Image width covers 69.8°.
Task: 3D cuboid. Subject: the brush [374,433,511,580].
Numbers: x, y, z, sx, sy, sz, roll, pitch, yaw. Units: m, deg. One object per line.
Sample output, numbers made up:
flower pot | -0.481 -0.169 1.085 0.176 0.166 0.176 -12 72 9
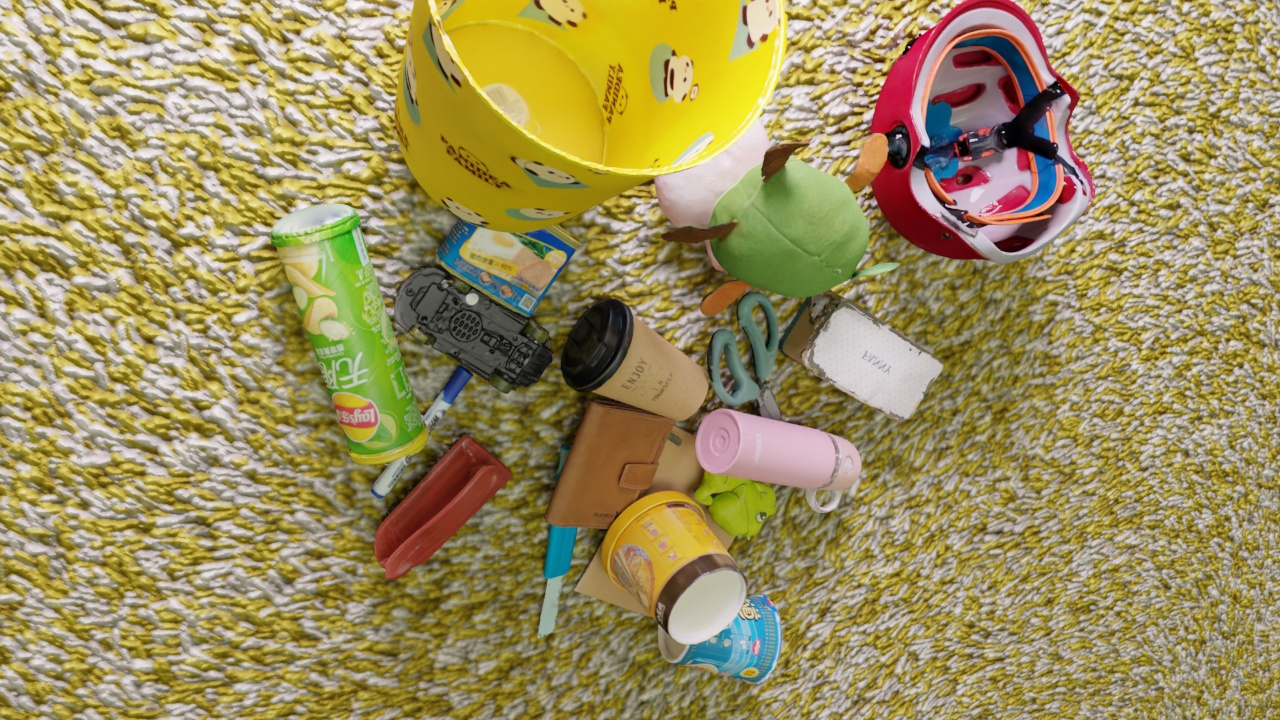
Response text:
brush | -0.190 0.140 0.855 0.146 0.069 0.063 -45 117 -1

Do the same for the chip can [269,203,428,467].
chip can | -0.243 -0.021 0.774 0.072 0.072 0.221 -18 114 -15

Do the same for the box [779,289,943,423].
box | 0.241 -0.002 0.977 0.184 0.061 0.090 30 97 -29

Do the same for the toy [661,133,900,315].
toy | 0.134 -0.119 0.830 0.227 0.090 0.246 -41 147 21

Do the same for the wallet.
wallet | -0.025 0.107 0.917 0.119 0.035 0.131 13 104 -36

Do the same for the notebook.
notebook | 0.038 0.183 0.994 0.147 0.008 0.208 26 98 -27

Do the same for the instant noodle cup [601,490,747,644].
instant noodle cup | 0.038 0.211 0.921 0.118 0.114 0.119 -17 125 -25

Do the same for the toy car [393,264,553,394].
toy car | -0.148 -0.029 0.825 0.158 0.042 0.070 35 94 -29

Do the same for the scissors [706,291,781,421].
scissors | 0.108 0.024 0.935 0.143 0.019 0.180 -42 132 -35

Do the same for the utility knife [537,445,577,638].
utility knife | -0.083 0.190 0.943 0.034 0.018 0.218 4 106 -24

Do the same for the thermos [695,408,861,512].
thermos | 0.148 0.107 0.955 0.198 0.067 0.087 16 83 -39

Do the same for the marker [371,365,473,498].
marker | -0.204 0.067 0.853 0.017 0.017 0.146 35 94 -28

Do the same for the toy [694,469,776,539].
toy | 0.102 0.147 0.982 0.096 0.031 0.100 -13 108 -20

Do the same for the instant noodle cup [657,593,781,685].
instant noodle cup | 0.081 0.298 1.002 0.109 0.099 0.099 14 103 -24

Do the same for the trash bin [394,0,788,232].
trash bin | -0.061 -0.207 0.646 0.229 0.256 0.229 3 83 -23

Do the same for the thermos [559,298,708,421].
thermos | -0.005 0.005 0.870 0.143 0.093 0.093 29 97 -34

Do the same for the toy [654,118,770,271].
toy | 0.078 -0.157 0.860 0.121 0.054 0.159 -35 129 -6

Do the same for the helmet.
helmet | 0.302 -0.208 0.880 0.206 0.144 0.240 -23 102 -22

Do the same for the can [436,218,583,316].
can | -0.116 -0.098 0.805 0.102 0.057 0.083 32 98 -27
